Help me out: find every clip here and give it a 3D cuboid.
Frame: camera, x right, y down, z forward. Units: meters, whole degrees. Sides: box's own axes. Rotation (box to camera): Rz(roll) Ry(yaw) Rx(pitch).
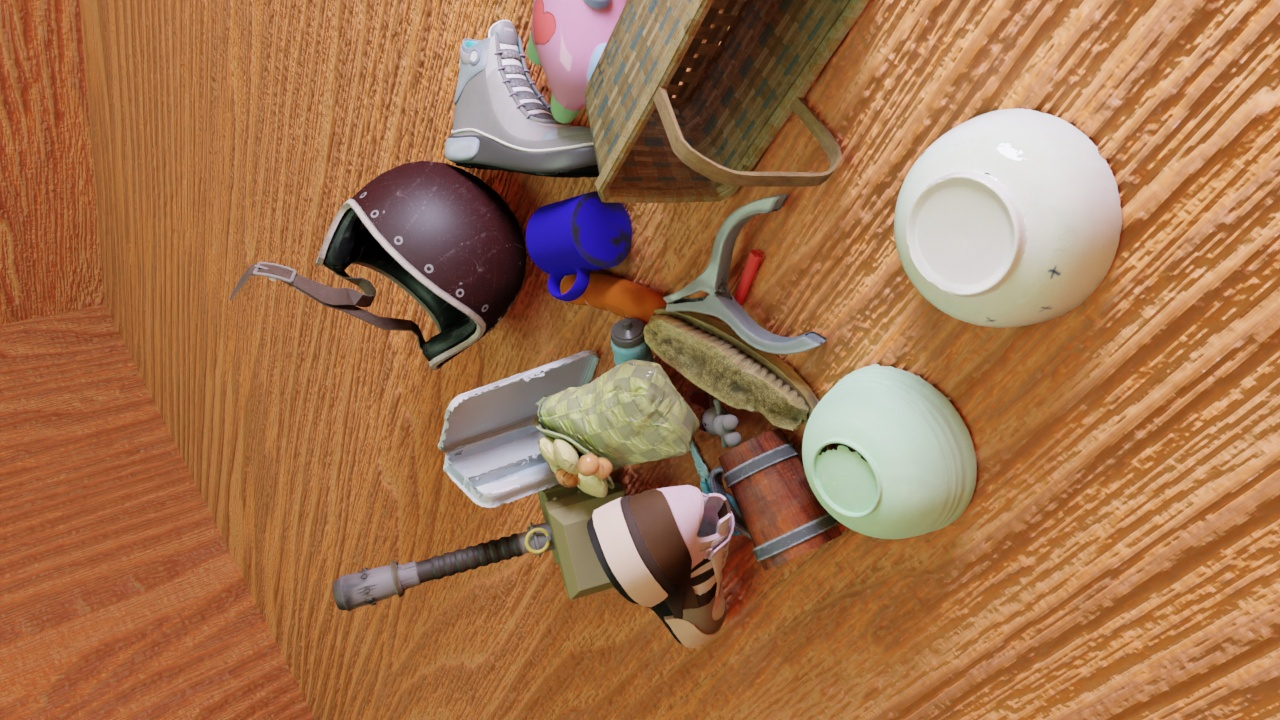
[{"bbox_3d":[0.108,-0.050,0.823,0.164,0.031,0.169,53,130,11],"label":"clip"}]

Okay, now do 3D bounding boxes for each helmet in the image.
[{"bbox_3d":[-0.264,-0.111,1.074,0.233,0.233,0.254,43,107,-5],"label":"helmet"}]

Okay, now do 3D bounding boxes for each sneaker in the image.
[{"bbox_3d":[-0.118,-0.279,0.978,0.257,0.092,0.160,15,108,45],"label":"sneaker"},{"bbox_3d":[0.053,0.192,0.905,0.294,0.116,0.111,56,-172,-53],"label":"sneaker"}]

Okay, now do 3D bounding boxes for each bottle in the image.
[{"bbox_3d":[-0.006,0.006,0.957,0.040,0.040,0.130,36,151,36],"label":"bottle"}]

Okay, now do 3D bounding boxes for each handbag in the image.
[{"bbox_3d":[-0.033,0.076,0.925,0.113,0.116,0.187,44,142,-20],"label":"handbag"}]

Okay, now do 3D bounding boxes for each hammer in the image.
[{"bbox_3d":[-0.176,0.217,1.026,0.190,0.324,0.101,-154,50,-77],"label":"hammer"}]

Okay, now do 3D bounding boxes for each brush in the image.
[{"bbox_3d":[0.083,0.006,0.868,0.195,0.043,0.059,33,131,26],"label":"brush"}]

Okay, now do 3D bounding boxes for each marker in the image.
[{"bbox_3d":[0.089,-0.044,0.877,0.013,0.012,0.142,44,135,30],"label":"marker"}]

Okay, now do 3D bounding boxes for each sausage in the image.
[{"bbox_3d":[-0.027,-0.068,0.985,0.164,0.039,0.044,21,130,44],"label":"sausage"}]

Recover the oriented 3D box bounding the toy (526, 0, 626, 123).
[{"bbox_3d":[-0.052,-0.325,0.848,0.171,0.120,0.222,123,131,-60],"label":"toy"}]

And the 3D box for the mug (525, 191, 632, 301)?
[{"bbox_3d":[-0.068,-0.117,0.968,0.084,0.079,0.111,-3,74,51],"label":"mug"}]

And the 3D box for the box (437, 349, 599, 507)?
[{"bbox_3d":[-0.111,0.084,1.014,0.105,0.210,0.130,43,135,28],"label":"box"}]

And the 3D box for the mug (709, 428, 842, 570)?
[{"bbox_3d":[0.117,0.135,0.868,0.118,0.081,0.111,-41,69,50],"label":"mug"}]

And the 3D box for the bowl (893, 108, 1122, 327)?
[{"bbox_3d":[0.238,-0.091,0.632,0.153,0.072,0.153,23,122,42],"label":"bowl"}]

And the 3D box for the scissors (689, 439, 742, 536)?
[{"bbox_3d":[0.070,0.125,0.976,0.056,0.015,0.136,-34,73,49],"label":"scissors"}]

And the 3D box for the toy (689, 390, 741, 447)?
[{"bbox_3d":[0.075,0.059,0.905,0.112,0.030,0.049,-148,46,-76],"label":"toy"}]

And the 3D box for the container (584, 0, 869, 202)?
[{"bbox_3d":[0.069,-0.211,0.721,0.251,0.157,0.186,-54,52,46],"label":"container"}]

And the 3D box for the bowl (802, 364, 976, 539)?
[{"bbox_3d":[0.191,0.085,0.759,0.151,0.076,0.151,23,123,42],"label":"bowl"}]
